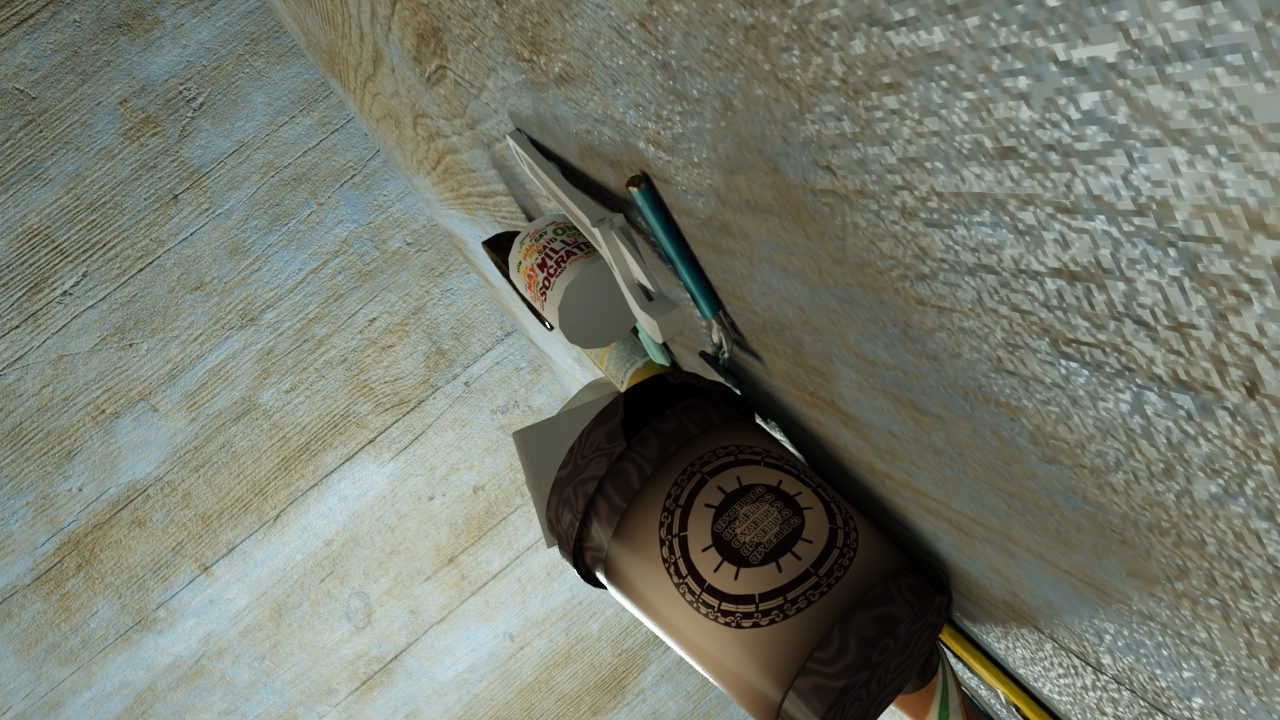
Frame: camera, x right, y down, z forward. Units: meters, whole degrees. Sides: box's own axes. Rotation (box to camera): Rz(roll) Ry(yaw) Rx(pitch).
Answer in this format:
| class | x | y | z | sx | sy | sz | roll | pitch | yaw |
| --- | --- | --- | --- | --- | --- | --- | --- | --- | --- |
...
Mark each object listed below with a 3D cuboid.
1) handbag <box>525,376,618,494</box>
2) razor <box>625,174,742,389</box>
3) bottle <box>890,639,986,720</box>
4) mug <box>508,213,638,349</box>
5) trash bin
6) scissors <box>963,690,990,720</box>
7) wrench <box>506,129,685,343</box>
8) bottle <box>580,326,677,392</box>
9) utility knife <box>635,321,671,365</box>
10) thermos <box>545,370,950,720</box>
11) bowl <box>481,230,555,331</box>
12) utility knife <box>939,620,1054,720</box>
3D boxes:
| class | x | y | z | sx | sy | sz | roll | pitch | yaw |
| --- | --- | --- | --- | --- | --- | --- | --- | --- | --- |
| handbag | -0.050 | 0.142 | 1.215 | 0.200 | 0.199 | 0.093 | 49 | 177 | 36 |
| razor | 0.028 | -0.046 | 0.534 | 0.144 | 0.022 | 0.042 | 62 | 172 | -31 |
| bottle | 0.198 | 0.228 | 0.660 | 0.167 | 0.059 | 0.059 | 51 | 173 | 7 |
| mug | -0.044 | -0.053 | 0.716 | 0.089 | 0.073 | 0.105 | 44 | 170 | 46 |
| trash bin | -0.025 | 0.117 | 0.952 | 0.228 | 0.114 | 0.114 | 29 | -140 | -72 |
| scissors | 0.266 | 0.286 | 0.694 | 0.148 | 0.019 | 0.132 | 54 | 173 | -15 |
| wrench | -0.040 | -0.097 | 0.632 | 0.273 | 0.018 | 0.087 | 50 | 170 | 51 |
| bottle | -0.005 | 0.005 | 0.845 | 0.186 | 0.053 | 0.053 | 46 | 171 | 33 |
| utility knife | -0.005 | -0.041 | 0.774 | 0.022 | 0.015 | 0.120 | 39 | 164 | 53 |
| thermos | 0.069 | 0.132 | 0.606 | 0.226 | 0.172 | 0.173 | 38 | 166 | 35 |
| bowl | -0.113 | -0.096 | 0.995 | 0.121 | 0.056 | 0.121 | 50 | 173 | 9 |
| utility knife | 0.234 | 0.209 | 0.545 | 0.207 | 0.018 | 0.030 | 39 | 175 | 46 |
